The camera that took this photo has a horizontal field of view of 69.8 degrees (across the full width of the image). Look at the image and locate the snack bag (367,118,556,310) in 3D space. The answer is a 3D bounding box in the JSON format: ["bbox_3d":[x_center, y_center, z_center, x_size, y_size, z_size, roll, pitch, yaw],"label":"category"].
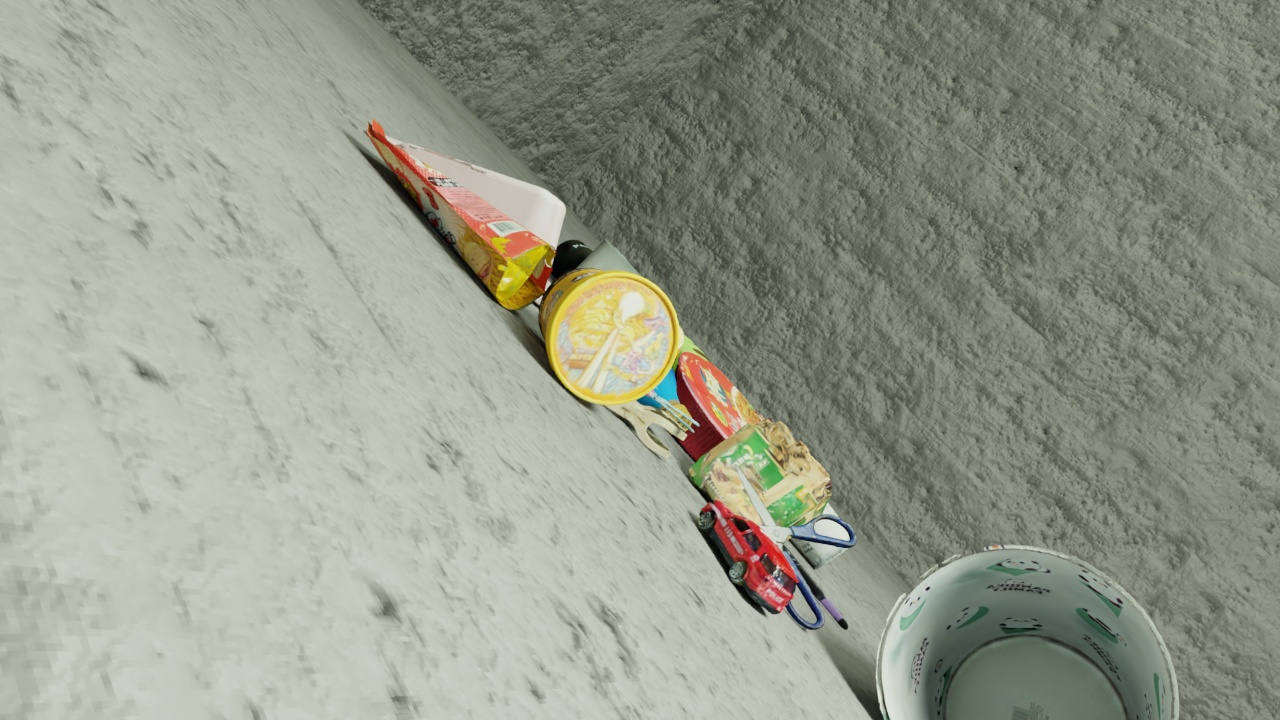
[{"bbox_3d":[-0.172,-0.142,0.881,0.208,0.073,0.128,43,3,19],"label":"snack bag"}]

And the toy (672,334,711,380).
[{"bbox_3d":[0.065,0.024,1.345,0.227,0.090,0.246,51,7,-26],"label":"toy"}]

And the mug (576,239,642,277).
[{"bbox_3d":[-0.056,-0.098,1.210,0.083,0.103,0.124,45,5,-18],"label":"mug"}]

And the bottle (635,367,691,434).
[{"bbox_3d":[-0.006,0.006,1.050,0.065,0.065,0.218,41,9,-47],"label":"bottle"}]

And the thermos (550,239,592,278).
[{"bbox_3d":[-0.039,-0.088,1.300,0.090,0.068,0.242,19,18,-43],"label":"thermos"}]

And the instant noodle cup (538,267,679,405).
[{"bbox_3d":[-0.038,-0.031,0.845,0.118,0.118,0.114,45,-2,-22],"label":"instant noodle cup"}]

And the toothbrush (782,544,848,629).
[{"bbox_3d":[0.179,0.238,1.073,0.189,0.014,0.016,50,14,30],"label":"toothbrush"}]

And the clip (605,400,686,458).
[{"bbox_3d":[-0.001,0.055,0.913,0.100,0.035,0.070,41,8,-12],"label":"clip"}]

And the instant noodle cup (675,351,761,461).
[{"bbox_3d":[0.094,0.082,1.157,0.194,0.066,0.193,43,18,-17],"label":"instant noodle cup"}]

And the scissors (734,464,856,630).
[{"bbox_3d":[0.139,0.175,0.873,0.175,0.012,0.162,4,62,-27],"label":"scissors"}]

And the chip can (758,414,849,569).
[{"bbox_3d":[0.205,0.181,1.276,0.214,0.071,0.071,53,7,11],"label":"chip can"}]

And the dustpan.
[{"bbox_3d":[-0.191,-0.153,1.079,0.273,0.139,0.222,19,6,3],"label":"dustpan"}]

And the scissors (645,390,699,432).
[{"bbox_3d":[0.009,0.032,0.928,0.133,0.017,0.133,42,7,38],"label":"scissors"}]

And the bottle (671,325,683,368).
[{"bbox_3d":[0.020,-0.013,1.129,0.067,0.066,0.150,47,-22,4],"label":"bottle"}]

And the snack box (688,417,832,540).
[{"bbox_3d":[0.136,0.145,0.984,0.118,0.117,0.106,52,-5,32],"label":"snack box"}]

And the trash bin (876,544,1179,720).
[{"bbox_3d":[0.359,0.319,0.851,0.229,0.229,0.252,51,2,38],"label":"trash bin"}]

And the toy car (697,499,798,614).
[{"bbox_3d":[0.092,0.163,0.786,0.053,0.045,0.120,44,4,-36],"label":"toy car"}]
